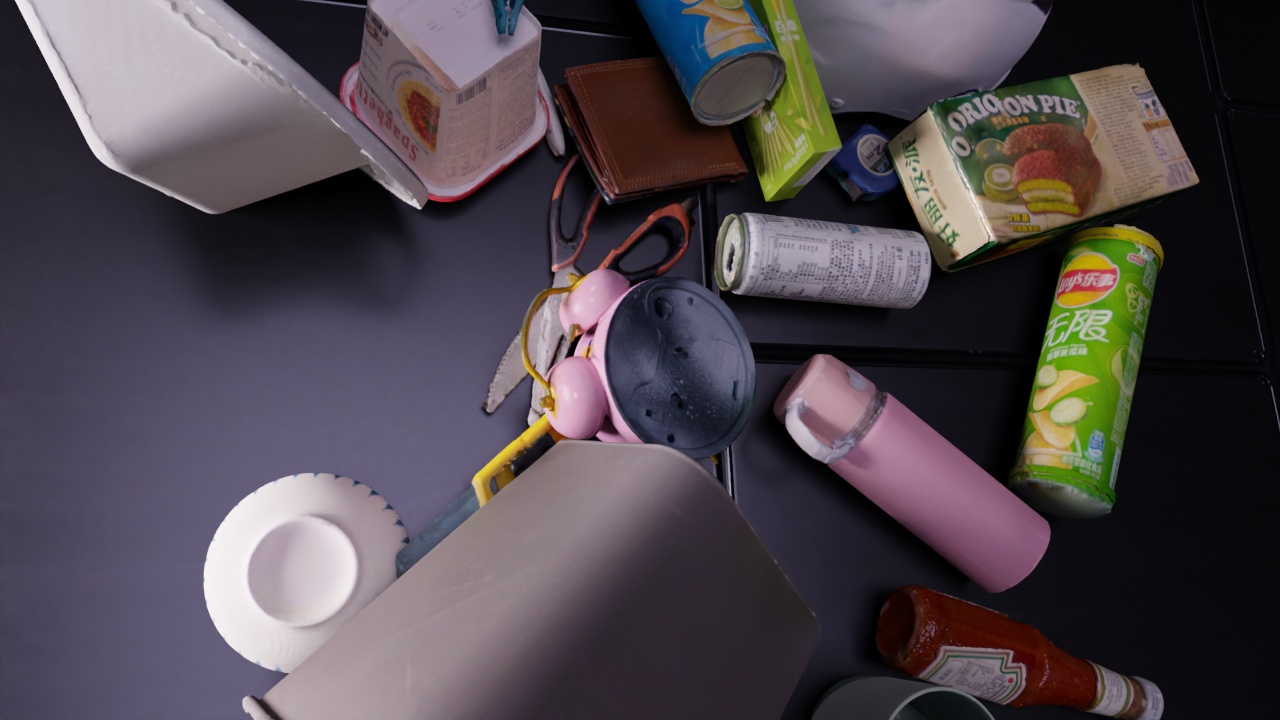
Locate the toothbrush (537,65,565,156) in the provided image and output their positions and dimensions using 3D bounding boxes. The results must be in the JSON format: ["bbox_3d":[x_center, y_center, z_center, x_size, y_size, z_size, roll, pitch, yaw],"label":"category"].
[{"bbox_3d":[-0.080,-0.234,0.668,0.017,0.016,0.187,-12,79,-27],"label":"toothbrush"}]

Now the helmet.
[{"bbox_3d":[0.218,-0.312,0.698,0.258,0.146,0.229,-7,78,-17],"label":"helmet"}]

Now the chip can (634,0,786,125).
[{"bbox_3d":[0.026,-0.270,0.652,0.071,0.071,0.210,-16,68,-18],"label":"chip can"}]

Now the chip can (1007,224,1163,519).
[{"bbox_3d":[0.333,0.009,0.686,0.072,0.073,0.220,24,71,-8],"label":"chip can"}]

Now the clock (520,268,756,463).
[{"bbox_3d":[-0.003,0.003,0.584,0.158,0.060,0.117,21,68,-29],"label":"clock"}]

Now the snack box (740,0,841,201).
[{"bbox_3d":[0.096,-0.205,0.670,0.026,0.086,0.156,-12,80,-18],"label":"snack box"}]

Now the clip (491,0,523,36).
[{"bbox_3d":[-0.076,-0.213,0.531,0.034,0.013,0.055,8,71,-13],"label":"clip"}]

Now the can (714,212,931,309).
[{"bbox_3d":[0.131,-0.071,0.659,0.146,0.058,0.058,4,75,-14],"label":"can"}]

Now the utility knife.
[{"bbox_3d":[-0.069,0.063,0.573,0.217,0.015,0.033,-42,101,-31],"label":"utility knife"}]

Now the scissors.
[{"bbox_3d":[-0.034,-0.055,0.634,0.213,0.015,0.197,-16,81,-19],"label":"scissors"}]

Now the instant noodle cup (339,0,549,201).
[{"bbox_3d":[-0.121,-0.184,0.586,0.116,0.124,0.116,-42,89,-21],"label":"instant noodle cup"}]

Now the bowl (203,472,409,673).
[{"bbox_3d":[-0.188,0.119,0.522,0.116,0.066,0.116,3,75,-14],"label":"bowl"}]

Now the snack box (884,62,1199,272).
[{"bbox_3d":[0.316,-0.154,0.714,0.239,0.063,0.114,-18,81,-25],"label":"snack box"}]

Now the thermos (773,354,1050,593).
[{"bbox_3d":[0.180,0.079,0.624,0.198,0.067,0.087,38,34,-5],"label":"thermos"}]

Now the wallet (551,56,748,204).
[{"bbox_3d":[0.010,-0.165,0.656,0.124,0.032,0.101,-17,78,-30],"label":"wallet"}]

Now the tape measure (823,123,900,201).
[{"bbox_3d":[0.174,-0.150,0.708,0.054,0.025,0.058,47,66,-1],"label":"tape measure"}]

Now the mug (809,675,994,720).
[{"bbox_3d":[0.145,0.245,0.556,0.111,0.106,0.082,-30,86,-20],"label":"mug"}]

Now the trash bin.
[{"bbox_3d":[-0.041,0.172,0.476,0.219,0.199,0.198,-46,113,-28],"label":"trash bin"}]

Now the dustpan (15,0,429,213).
[{"bbox_3d":[-0.233,-0.184,0.513,0.142,0.223,0.258,-22,94,-7],"label":"dustpan"}]

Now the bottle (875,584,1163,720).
[{"bbox_3d":[0.261,0.207,0.624,0.206,0.060,0.059,20,72,-12],"label":"bottle"}]
